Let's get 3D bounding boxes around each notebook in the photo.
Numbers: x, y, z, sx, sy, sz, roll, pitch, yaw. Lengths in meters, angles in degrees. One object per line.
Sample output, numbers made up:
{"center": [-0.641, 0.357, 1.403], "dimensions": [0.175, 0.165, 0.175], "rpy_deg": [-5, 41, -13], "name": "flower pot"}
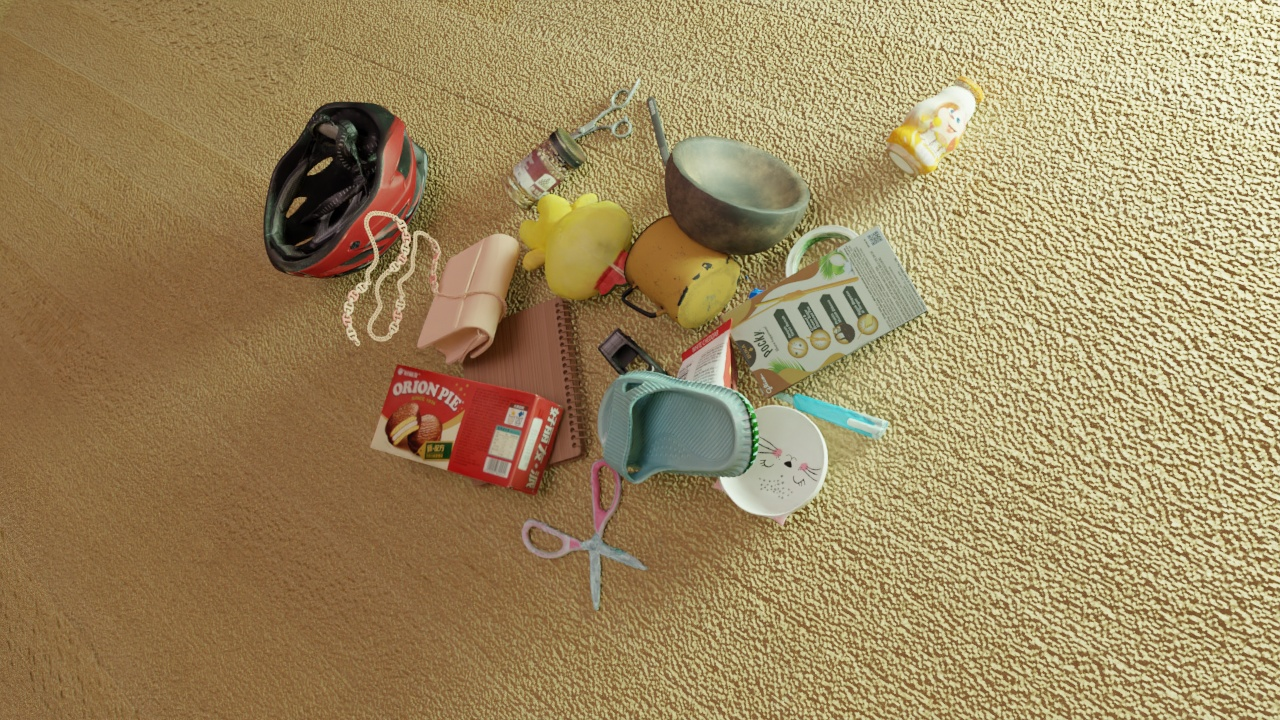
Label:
{"center": [-0.145, 0.038, 1.146], "dimensions": [0.169, 0.022, 0.210], "rpy_deg": [-19, 65, 22], "name": "notebook"}

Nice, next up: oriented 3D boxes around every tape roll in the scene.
{"center": [0.207, -0.103, 1.010], "dimensions": [0.094, 0.018, 0.093], "rpy_deg": [-10, 68, 25], "name": "tape roll"}

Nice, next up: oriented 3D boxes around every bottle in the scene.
{"center": [0.315, -0.251, 0.978], "dimensions": [0.109, 0.063, 0.063], "rpy_deg": [-47, 58, 5], "name": "bottle"}
{"center": [-0.129, -0.252, 1.211], "dimensions": [0.105, 0.056, 0.056], "rpy_deg": [-37, 60, 18], "name": "bottle"}

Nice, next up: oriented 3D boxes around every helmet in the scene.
{"center": [-0.419, -0.231, 1.297], "dimensions": [0.217, 0.167, 0.272], "rpy_deg": [37, 92, 32], "name": "helmet"}

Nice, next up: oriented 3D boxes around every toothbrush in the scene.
{"center": [0.029, -0.271, 1.166], "dimensions": [0.013, 0.013, 0.167], "rpy_deg": [-22, 62, 20], "name": "toothbrush"}
{"center": [0.103, 0.008, 0.995], "dimensions": [0.016, 0.015, 0.184], "rpy_deg": [-26, 41, 18], "name": "toothbrush"}

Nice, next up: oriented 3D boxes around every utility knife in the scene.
{"center": [0.189, 0.049, 0.969], "dimensions": [0.149, 0.015, 0.022], "rpy_deg": [22, 106, 33], "name": "utility knife"}

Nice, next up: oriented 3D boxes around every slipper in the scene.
{"center": [0.017, 0.070, 0.957], "dimensions": [0.277, 0.069, 0.116], "rpy_deg": [1, 92, 56], "name": "slipper"}

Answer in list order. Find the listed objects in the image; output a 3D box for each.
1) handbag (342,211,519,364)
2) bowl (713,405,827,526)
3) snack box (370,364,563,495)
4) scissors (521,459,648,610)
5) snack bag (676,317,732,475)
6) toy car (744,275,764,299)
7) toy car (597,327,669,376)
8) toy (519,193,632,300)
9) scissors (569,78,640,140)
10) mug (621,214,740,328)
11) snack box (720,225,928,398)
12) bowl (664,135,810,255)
{"center": [-0.253, -0.097, 1.130], "dimensions": [0.117, 0.187, 0.198], "rpy_deg": [-26, 42, 41], "name": "handbag"}
{"center": [0.143, 0.108, 0.953], "dimensions": [0.115, 0.050, 0.114], "rpy_deg": [-9, 69, 25], "name": "bowl"}
{"center": [-0.216, 0.082, 1.123], "dimensions": [0.237, 0.060, 0.113], "rpy_deg": [10, 79, 32], "name": "snack box"}
{"center": [-0.068, 0.202, 1.057], "dimensions": [0.175, 0.013, 0.170], "rpy_deg": [-10, 72, 23], "name": "scissors"}
{"center": [0.067, 0.042, 0.990], "dimensions": [0.131, 0.039, 0.144], "rpy_deg": [142, 133, -63], "name": "snack bag"}
{"center": [0.153, -0.069, 1.028], "dimensions": [0.092, 0.033, 0.061], "rpy_deg": [18, 37, 13], "name": "toy car"}
{"center": [-0.006, 0.006, 1.059], "dimensions": [0.092, 0.037, 0.040], "rpy_deg": [45, 96, -1], "name": "toy car"}
{"center": [-0.084, -0.149, 1.142], "dimensions": [0.134, 0.092, 0.208], "rpy_deg": [-55, 38, 3], "name": "toy"}
{"center": [-0.069, -0.322, 1.234], "dimensions": [0.160, 0.014, 0.120], "rpy_deg": [3, 76, 25], "name": "scissors"}
{"center": [0.041, -0.092, 1.042], "dimensions": [0.123, 0.101, 0.094], "rpy_deg": [-39, 59, -13], "name": "mug"}
{"center": [0.191, -0.049, 0.965], "dimensions": [0.186, 0.031, 0.101], "rpy_deg": [-30, 82, 12], "name": "snack box"}
{"center": [0.101, -0.179, 1.023], "dimensions": [0.162, 0.161, 0.070], "rpy_deg": [48, 136, 31], "name": "bowl"}
